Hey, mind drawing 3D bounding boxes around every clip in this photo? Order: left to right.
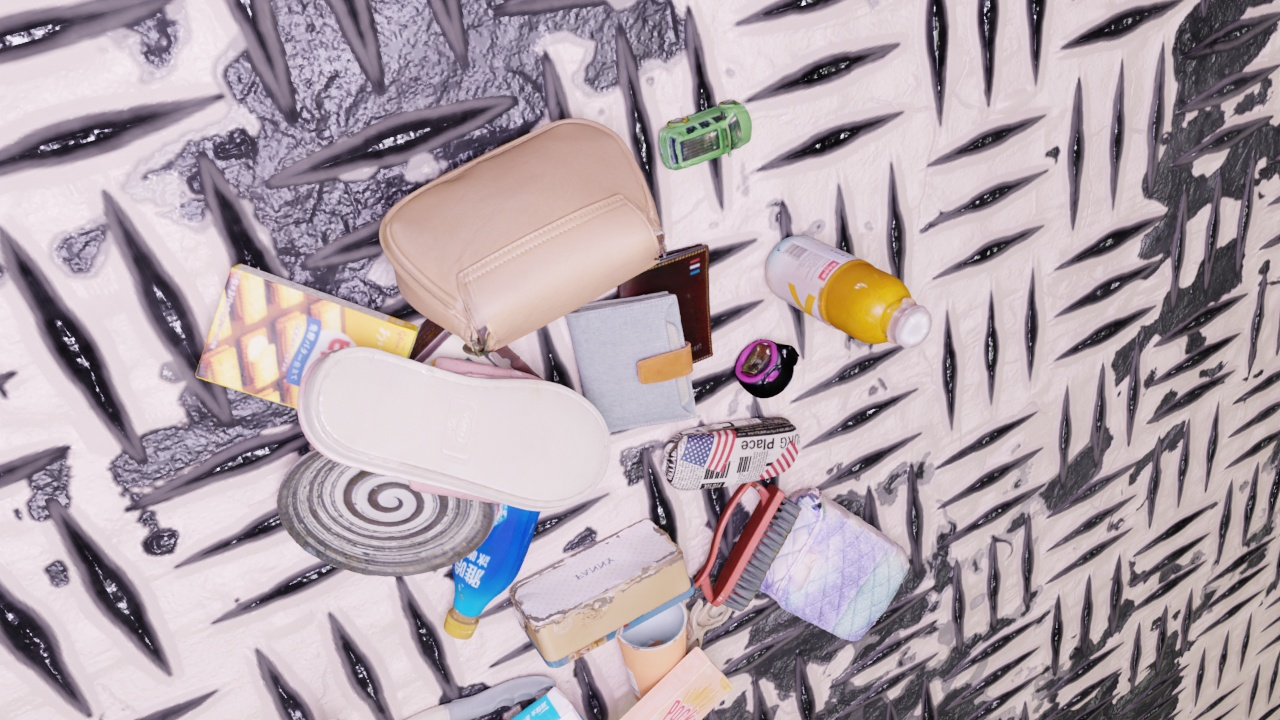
[{"bbox_3d":[0.057,0.292,1.032,0.092,0.035,0.103,31,103,-40],"label":"clip"}]

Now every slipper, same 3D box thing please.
[{"bbox_3d":[-0.135,0.054,0.708,0.274,0.055,0.114,15,71,-42],"label":"slipper"}]

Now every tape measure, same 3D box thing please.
[{"bbox_3d":[0.123,0.007,0.919,0.039,0.057,0.057,41,73,-39],"label":"tape measure"}]

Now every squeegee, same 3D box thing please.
[{"bbox_3d":[-0.199,0.362,0.916,0.246,0.039,0.247,-17,138,-29],"label":"squeegee"}]

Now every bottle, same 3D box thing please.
[{"bbox_3d":[-0.129,0.157,0.841,0.065,0.065,0.219,15,104,-34],"label":"bottle"},{"bbox_3d":[0.188,-0.062,0.842,0.068,0.189,0.068,-12,117,-24],"label":"bottle"}]

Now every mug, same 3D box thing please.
[{"bbox_3d":[0.016,0.322,0.999,0.078,0.078,0.123,-21,125,-20],"label":"mug"}]

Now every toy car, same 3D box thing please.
[{"bbox_3d":[0.060,-0.196,0.804,0.091,0.036,0.043,-27,122,-21],"label":"toy car"}]

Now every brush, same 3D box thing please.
[{"bbox_3d":[0.111,0.200,0.996,0.069,0.063,0.146,29,89,0],"label":"brush"}]

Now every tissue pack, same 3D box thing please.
[{"bbox_3d":[-0.097,0.406,0.966,0.090,0.063,0.140,-34,142,-13],"label":"tissue pack"}]

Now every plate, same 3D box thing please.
[{"bbox_3d":[-0.212,0.120,0.774,0.179,0.024,0.180,-4,130,-5],"label":"plate"}]

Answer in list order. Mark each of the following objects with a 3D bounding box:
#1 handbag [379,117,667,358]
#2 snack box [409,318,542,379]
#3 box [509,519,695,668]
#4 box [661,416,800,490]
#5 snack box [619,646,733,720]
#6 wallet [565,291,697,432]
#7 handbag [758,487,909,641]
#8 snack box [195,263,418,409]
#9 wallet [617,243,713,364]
[{"bbox_3d":[-0.086,-0.091,0.706,0.204,0.147,0.100,-29,153,-13],"label":"handbag"},{"bbox_3d":[-0.158,0.030,0.774,0.125,0.053,0.113,-45,126,-4],"label":"snack box"},{"bbox_3d":[-0.032,0.226,0.915,0.184,0.090,0.060,-21,114,-18],"label":"box"},{"bbox_3d":[0.095,0.094,0.959,0.164,0.057,0.071,-4,97,-29],"label":"box"},{"bbox_3d":[0.024,0.380,0.976,0.157,0.026,0.084,-42,137,-7],"label":"snack box"},{"bbox_3d":[-0.005,0.005,0.839,0.106,0.037,0.130,-8,119,5],"label":"wallet"},{"bbox_3d":[0.221,0.240,1.075,0.194,0.075,0.134,35,88,-38],"label":"handbag"},{"bbox_3d":[-0.248,-0.008,0.690,0.140,0.034,0.087,20,98,-17],"label":"snack box"},{"bbox_3d":[0.024,-0.043,0.866,0.096,0.020,0.122,-18,122,-22],"label":"wallet"}]
